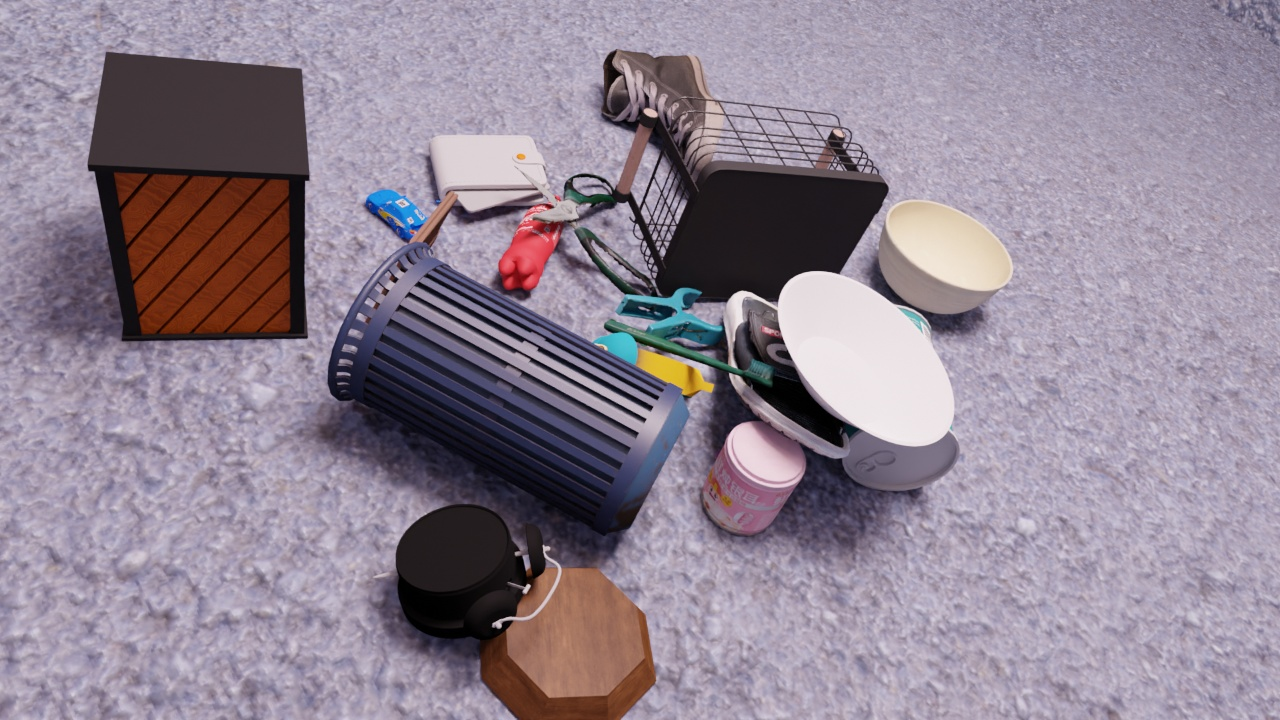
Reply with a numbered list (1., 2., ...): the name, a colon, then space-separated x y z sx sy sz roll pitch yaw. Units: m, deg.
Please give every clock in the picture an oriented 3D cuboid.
1. clock: -0.114 0.144 0.630 0.121 0.043 0.091 12 41 21
2. clock: -0.005 0.005 0.803 0.129 0.099 0.043 18 86 -10

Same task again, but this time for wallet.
1. wallet: -0.156 -0.192 0.967 0.118 0.038 0.115 -4 50 -19
2. wallet: -0.198 -0.085 0.792 0.013 0.121 0.087 34 44 -11

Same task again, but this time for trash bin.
1. trash bin: -0.344 -0.126 0.738 0.139 0.172 0.139 -2 49 -22
2. trash bin: -0.095 0.026 0.712 0.249 0.140 0.138 28 45 4

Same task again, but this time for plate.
1. plate: -0.048 0.195 0.645 0.131 0.025 0.131 10 45 -11
2. plate: 0.176 0.005 0.756 0.174 0.036 0.173 19 46 -20

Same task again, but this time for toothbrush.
1. toothbrush: 0.038 -0.010 0.782 0.190 0.017 0.016 20 -7 42

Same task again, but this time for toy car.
1. toy car: -0.227 -0.155 0.887 0.092 0.062 0.033 40 47 18

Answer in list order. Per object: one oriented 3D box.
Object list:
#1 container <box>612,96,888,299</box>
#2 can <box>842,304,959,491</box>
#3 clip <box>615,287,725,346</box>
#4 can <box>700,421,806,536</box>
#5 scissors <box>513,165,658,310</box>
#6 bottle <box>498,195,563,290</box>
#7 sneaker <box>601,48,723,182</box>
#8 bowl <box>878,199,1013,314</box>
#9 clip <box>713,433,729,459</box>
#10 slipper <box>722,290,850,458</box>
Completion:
1. container: 0.112 -0.166 0.946 0.241 0.163 0.130 -1 48 -24
2. can: 0.231 0.033 0.850 0.099 0.099 0.143 13 45 -8
3. clip: 0.025 -0.054 0.891 0.130 0.030 0.120 10 42 -36
4. can: 0.092 0.097 0.755 0.067 0.076 0.067 10 45 -11
5. scissors: -0.040 -0.132 0.945 0.206 0.015 0.201 49 29 5
6. bottle: -0.104 -0.122 0.916 0.042 0.042 0.141 19 44 -2
7. sneaker: 0.024 -0.295 1.094 0.119 0.095 0.234 2 50 -15
8. bowl: 0.331 -0.106 1.037 0.150 0.076 0.150 11 46 -11
9. clip: 0.092 0.075 0.812 0.050 0.029 0.013 0 47 -30
10. slipper: 0.133 -0.007 0.823 0.111 0.063 0.263 27 21 -12
